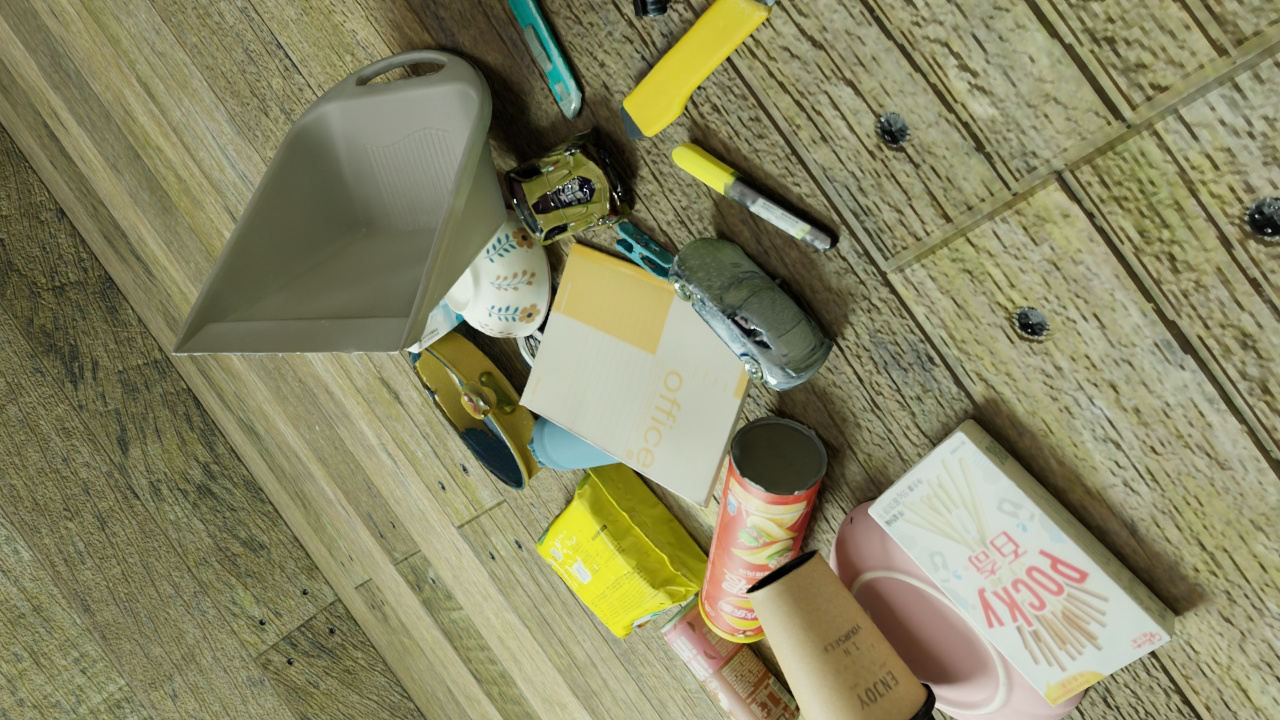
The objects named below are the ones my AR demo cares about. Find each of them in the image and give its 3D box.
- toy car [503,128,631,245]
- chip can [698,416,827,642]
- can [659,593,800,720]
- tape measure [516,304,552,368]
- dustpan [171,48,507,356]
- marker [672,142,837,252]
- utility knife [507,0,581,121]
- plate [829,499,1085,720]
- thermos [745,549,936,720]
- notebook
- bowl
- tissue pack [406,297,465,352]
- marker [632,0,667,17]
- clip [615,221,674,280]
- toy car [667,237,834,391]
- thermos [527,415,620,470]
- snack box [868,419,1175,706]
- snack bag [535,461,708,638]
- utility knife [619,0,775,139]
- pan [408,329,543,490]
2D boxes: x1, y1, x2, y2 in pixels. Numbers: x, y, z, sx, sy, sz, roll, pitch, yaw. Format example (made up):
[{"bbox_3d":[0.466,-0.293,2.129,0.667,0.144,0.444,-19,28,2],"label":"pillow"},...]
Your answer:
[{"bbox_3d":[-0.062,-0.126,0.703,0.158,0.042,0.070,-6,115,58],"label":"toy car"},{"bbox_3d":[0.091,0.138,0.720,0.073,0.073,0.217,36,144,28],"label":"chip can"},{"bbox_3d":[0.087,0.301,0.892,0.147,0.057,0.058,48,148,11],"label":"can"},{"bbox_3d":[-0.085,-0.016,0.843,0.066,0.033,0.066,30,142,38],"label":"tape measure"},{"bbox_3d":[-0.219,-0.131,0.696,0.223,0.256,0.143,0,121,25],"label":"dustpan"},{"bbox_3d":[0.071,-0.103,0.573,0.124,0.015,0.018,37,145,22],"label":"marker"},{"bbox_3d":[-0.081,-0.243,0.640,0.029,0.013,0.160,-10,112,54],"label":"utility knife"},{"bbox_3d":[0.206,0.185,0.639,0.192,0.038,0.193,34,143,30],"label":"plate"},{"bbox_3d":[0.137,0.209,0.640,0.143,0.092,0.093,59,149,8],"label":"thermos"},{"bbox_3d":[-0.004,0.004,0.698,0.206,0.010,0.146,26,101,39],"label":"notebook"},{"bbox_3d":[-0.134,-0.072,0.798,0.113,0.062,0.113,20,116,47],"label":"bowl"},{"bbox_3d":[-0.234,-0.062,0.946,0.140,0.089,0.063,12,134,49],"label":"tissue pack"},{"bbox_3d":[-0.008,-0.261,0.519,0.018,0.022,0.131,23,138,49],"label":"marker"},{"bbox_3d":[0.003,-0.082,0.683,0.057,0.014,0.046,40,144,21],"label":"clip"},{"bbox_3d":[0.071,-0.034,0.598,0.120,0.054,0.037,47,151,15],"label":"toy car"},{"bbox_3d":[-0.026,0.058,0.802,0.221,0.070,0.070,-18,105,56],"label":"thermos"},{"bbox_3d":[0.220,0.118,0.542,0.157,0.026,0.085,47,124,13],"label":"snack box"},{"bbox_3d":[-0.029,0.202,0.946,0.158,0.068,0.247,49,149,10],"label":"snack bag"},{"bbox_3d":[0.034,-0.178,0.547,0.033,0.015,0.174,52,148,-7],"label":"utility knife"},{"bbox_3d":[-0.163,0.046,0.913,0.197,0.078,0.358,51,158,-2],"label":"pan"}]
